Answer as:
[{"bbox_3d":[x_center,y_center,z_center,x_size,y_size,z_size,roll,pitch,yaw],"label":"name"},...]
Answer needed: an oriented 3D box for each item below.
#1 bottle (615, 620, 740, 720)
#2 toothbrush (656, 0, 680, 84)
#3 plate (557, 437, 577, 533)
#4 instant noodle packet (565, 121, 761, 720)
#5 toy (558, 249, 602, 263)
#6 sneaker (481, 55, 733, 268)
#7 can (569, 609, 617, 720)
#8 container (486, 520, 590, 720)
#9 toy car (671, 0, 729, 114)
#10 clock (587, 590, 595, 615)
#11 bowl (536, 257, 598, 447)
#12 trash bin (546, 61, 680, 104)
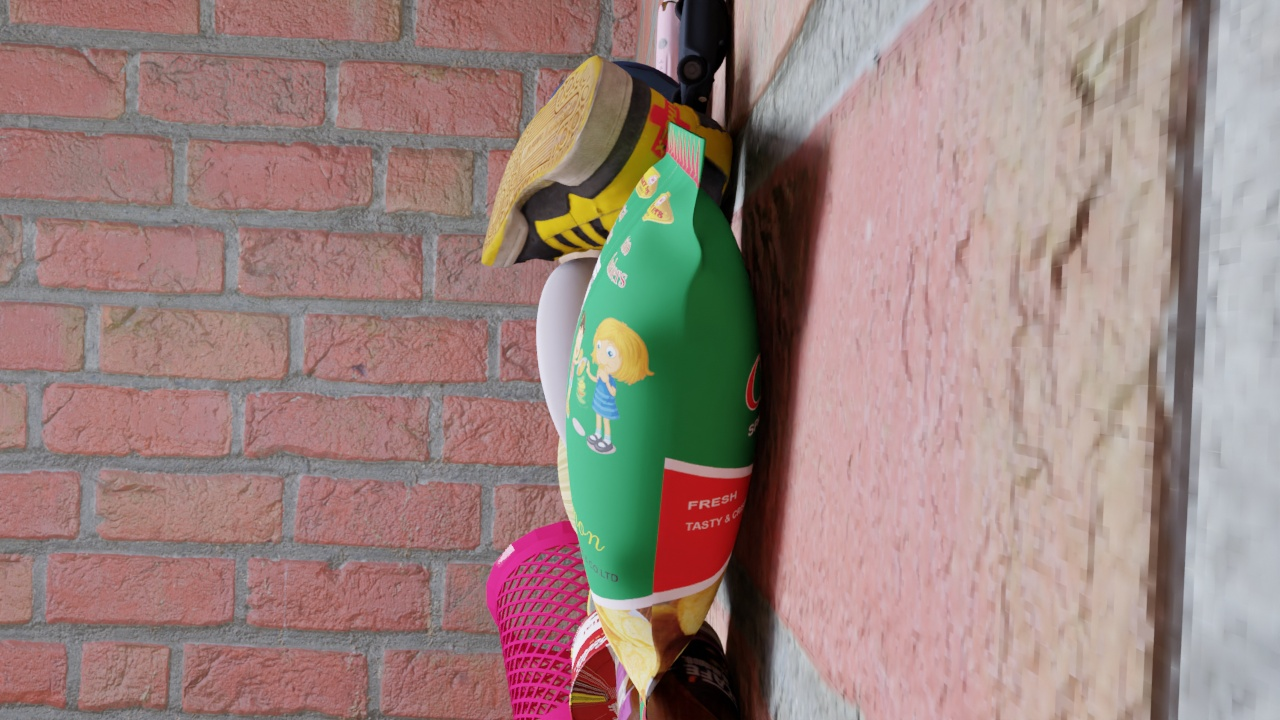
[{"bbox_3d":[0.019,0.181,0.426,0.166,0.059,0.060,-100,12,-75],"label":"bottle"},{"bbox_3d":[0.030,-0.349,0.980,0.026,0.027,0.222,20,-110,-63],"label":"toothbrush"},{"bbox_3d":[-0.024,0.092,0.724,0.184,0.036,0.184,43,-139,-53],"label":"plate"},{"bbox_3d":[0.009,0.017,0.447,0.195,0.090,0.253,-96,10,-73],"label":"instant noodle packet"},{"bbox_3d":[-0.018,-0.064,0.830,0.106,0.108,0.134,-31,39,30],"label":"toy"},{"bbox_3d":[-0.023,-0.107,0.616,0.239,0.122,0.086,-25,50,63],"label":"sneaker"},{"bbox_3d":[-0.009,0.233,0.675,0.116,0.086,0.086,150,122,-86],"label":"can"},{"bbox_3d":[-0.055,0.297,0.885,0.225,0.183,0.183,-108,19,-61],"label":"container"},{"bbox_3d":[0.039,-0.208,0.591,0.046,0.034,0.112,104,169,-75],"label":"toy car"},{"bbox_3d":[-0.002,0.192,0.804,0.083,0.057,0.119,-114,47,-70],"label":"clock"},{"bbox_3d":[-0.004,0.004,0.681,0.176,0.066,0.176,43,-139,-53],"label":"bowl"},{"bbox_3d":[-0.021,-0.188,0.792,0.249,0.139,0.139,-103,15,-73],"label":"trash bin"}]
